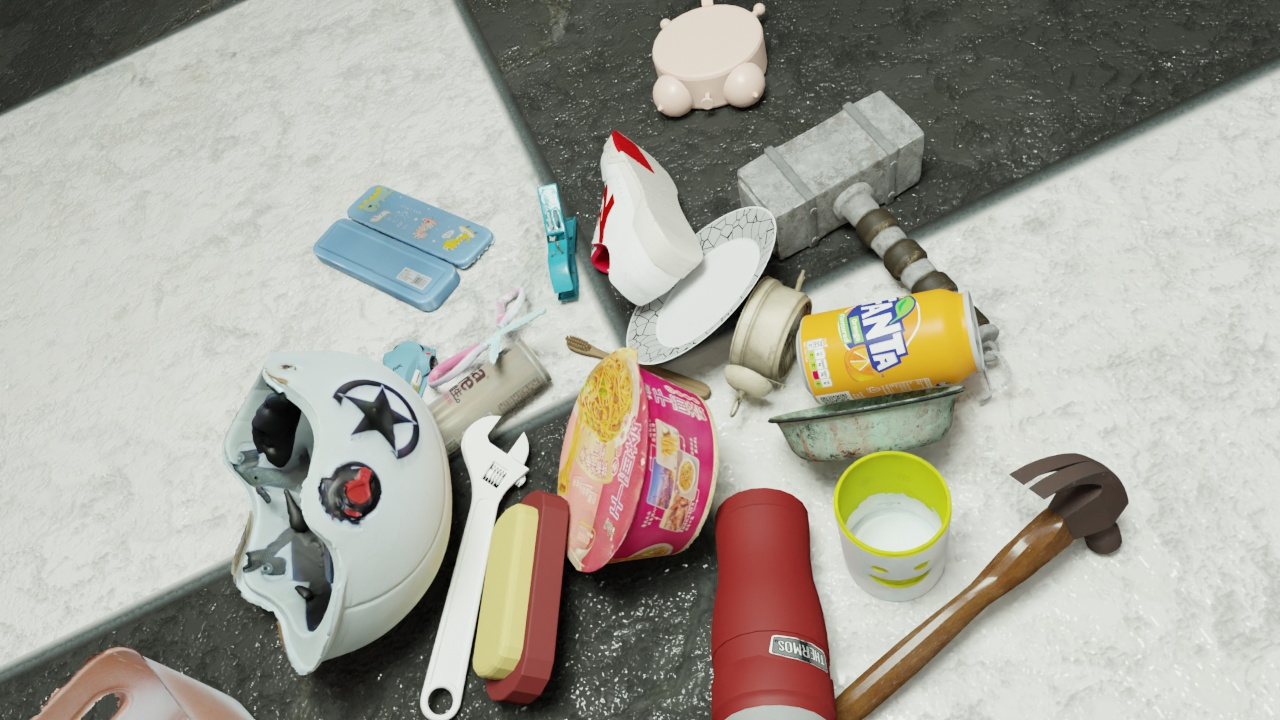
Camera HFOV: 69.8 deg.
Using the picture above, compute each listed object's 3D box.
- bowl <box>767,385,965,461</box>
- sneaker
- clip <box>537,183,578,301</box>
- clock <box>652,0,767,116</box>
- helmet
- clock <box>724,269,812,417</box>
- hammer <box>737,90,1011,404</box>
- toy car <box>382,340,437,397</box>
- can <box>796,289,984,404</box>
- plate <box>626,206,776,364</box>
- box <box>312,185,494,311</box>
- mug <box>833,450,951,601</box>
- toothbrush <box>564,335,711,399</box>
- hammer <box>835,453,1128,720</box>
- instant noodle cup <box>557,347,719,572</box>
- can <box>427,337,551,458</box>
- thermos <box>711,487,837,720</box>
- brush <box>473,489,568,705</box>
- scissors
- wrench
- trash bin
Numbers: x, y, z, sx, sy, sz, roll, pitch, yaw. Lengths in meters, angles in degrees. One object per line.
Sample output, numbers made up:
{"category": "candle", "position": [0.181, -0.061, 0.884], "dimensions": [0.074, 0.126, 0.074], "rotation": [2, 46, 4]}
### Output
{"category": "bowl", "position": [0.184, 0.053, 0.744], "dimensions": [0.157, 0.157, 0.038], "rotation": [-10, 88, 10]}
{"category": "sneaker", "position": [-0.016, -0.146, 0.963], "dimensions": [0.104, 0.090, 0.236], "rotation": [-44, 41, 23]}
{"category": "clip", "position": [-0.082, -0.116, 0.986], "dimensions": [0.027, 0.104, 0.120], "rotation": [-13, 62, 12]}
{"category": "clock", "position": [0.079, -0.363, 1.076], "dimensions": [0.131, 0.086, 0.160], "rotation": [-4, 63, 14]}
{"category": "helmet", "position": [-0.247, 0.121, 0.789], "dimensions": [0.163, 0.237, 0.263], "rotation": [-4, 63, -36]}
{"category": "clock", "position": [0.115, -0.009, 0.828], "dimensions": [0.055, 0.093, 0.140], "rotation": [22, 74, 20]}
{"category": "hammer", "position": [0.243, -0.101, 0.860], "dimensions": [0.177, 0.079, 0.326], "rotation": [-30, 60, -4]}
{"category": "toy car", "position": [-0.252, 0.024, 0.950], "dimensions": [0.060, 0.027, 0.107], "rotation": [3, 59, 18]}
{"category": "can", "position": [0.209, -0.012, 0.773], "dimensions": [0.143, 0.079, 0.079], "rotation": [-11, 54, 24]}
{"category": "plate", "position": [0.060, -0.068, 0.875], "dimensions": [0.189, 0.016, 0.188], "rotation": [-38, 27, 24]}
{"category": "box", "position": [-0.279, -0.138, 1.069], "dimensions": [0.209, 0.021, 0.125], "rotation": [24, 68, 28]}
{"category": "mug", "position": [0.193, 0.128, 0.700], "dimensions": [0.083, 0.106, 0.082], "rotation": [-8, 56, 12]}
{"category": "toothbrush", "position": [-0.005, 0.005, 0.896], "dimensions": [0.167, 0.016, 0.016], "rotation": [20, 67, 26]}
{"category": "hammer", "position": [0.224, 0.190, 0.669], "dimensions": [0.323, 0.115, 0.033], "rotation": [-41, 34, -1]}
{"category": "instant noodle cup", "position": [-0.001, 0.088, 0.758], "dimensions": [0.077, 0.179, 0.178], "rotation": [12, 52, -23]}
{"category": "can", "position": [-0.156, 0.038, 0.896], "dimensions": [0.135, 0.054, 0.054], "rotation": [-38, 55, -9]}
{"category": "thermos", "position": [0.089, 0.202, 0.683], "dimensions": [0.084, 0.108, 0.198], "rotation": [22, 39, -15]}
{"category": "brush", "position": [-0.101, 0.191, 0.759], "dimensions": [0.041, 0.082, 0.173], "rotation": [19, 54, -23]}
{"category": "scissors", "position": [-0.147, -0.030, 0.923], "dimensions": [0.171, 0.013, 0.172], "rotation": [-27, 26, 36]}
{"category": "wrench", "position": [-0.149, 0.176, 0.812], "dimensions": [0.066, 0.018, 0.272], "rotation": [17, 62, -15]}
{"category": "trash bin", "position": [-0.346, 0.366, 0.677], "dimensions": [0.260, 0.157, 0.181], "rotation": [30, 70, 29]}
